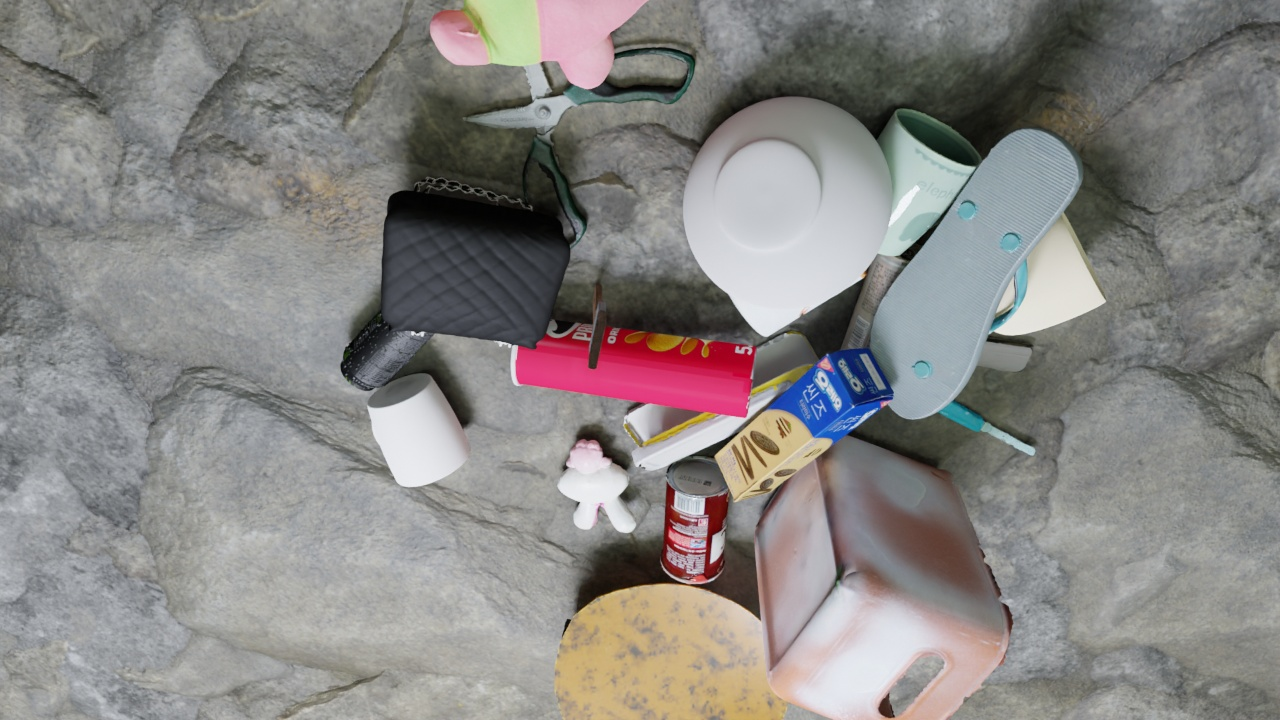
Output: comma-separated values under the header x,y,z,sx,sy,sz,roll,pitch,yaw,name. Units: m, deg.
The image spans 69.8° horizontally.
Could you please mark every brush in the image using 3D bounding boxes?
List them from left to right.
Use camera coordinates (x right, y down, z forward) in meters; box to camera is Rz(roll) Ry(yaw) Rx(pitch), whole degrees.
x,y,z,sx,sy,sz,roll,pitch,yaw,name
-0.038,-0.040,0.811,0.008,0.143,0.045,10,112,-7,brush

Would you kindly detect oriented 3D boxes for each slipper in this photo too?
x,y,z,sx,sy,sz,roll,pitch,yaw,name
0.273,-0.071,0.771,0.098,0.054,0.269,39,127,27,slipper

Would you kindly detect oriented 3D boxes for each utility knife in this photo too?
x,y,z,sx,sy,sz,roll,pitch,yaw,name
0.336,0.062,0.942,0.176,0.015,0.022,28,118,-14,utility knife

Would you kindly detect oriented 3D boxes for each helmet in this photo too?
x,y,z,sx,sy,sz,roll,pitch,yaw,name
0.037,0.345,1.051,0.255,0.131,0.205,7,91,3,helmet

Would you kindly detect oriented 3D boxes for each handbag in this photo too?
x,y,z,sx,sy,sz,roll,pitch,yaw,name
-0.150,-0.081,0.804,0.153,0.114,0.125,6,115,-18,handbag

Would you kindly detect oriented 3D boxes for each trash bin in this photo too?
x,y,z,sx,sy,sz,roll,pitch,yaw,name
0.216,0.211,0.894,0.157,0.259,0.182,21,120,-10,trash bin

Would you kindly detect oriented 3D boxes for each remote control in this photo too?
x,y,z,sx,sy,sz,roll,pitch,yaw,name
0.314,-0.012,0.899,0.136,0.013,0.033,8,122,-6,remote control

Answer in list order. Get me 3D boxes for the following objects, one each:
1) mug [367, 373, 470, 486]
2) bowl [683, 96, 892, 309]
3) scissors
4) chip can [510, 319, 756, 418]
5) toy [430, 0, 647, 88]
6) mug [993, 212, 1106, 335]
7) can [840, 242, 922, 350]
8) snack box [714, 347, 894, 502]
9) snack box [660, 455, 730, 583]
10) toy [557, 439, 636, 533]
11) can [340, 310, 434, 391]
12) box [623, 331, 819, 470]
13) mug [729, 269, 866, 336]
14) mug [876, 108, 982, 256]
x,y,z,sx,sy,sz,roll,pitch,yaw,name
-0.237,0.067,0.927,0.114,0.080,0.088,1,120,37,mug
0.110,-0.130,0.746,0.177,0.066,0.176,1,91,24,bowl
-0.048,-0.187,0.797,0.202,0.015,0.204,-5,122,5,scissors
-0.005,0.005,0.859,0.221,0.069,0.069,8,122,8,chip can
-0.050,-0.299,0.689,0.236,0.096,0.192,-14,118,-7,toy
0.347,-0.072,0.821,0.100,0.096,0.120,-27,160,28,mug
0.227,-0.042,0.858,0.054,0.054,0.136,9,121,-5,can
0.149,0.065,0.872,0.057,0.056,0.207,-7,152,-33,snack box
0.059,0.170,0.980,0.072,0.072,0.121,2,120,0,snack box
-0.048,0.135,0.980,0.079,0.037,0.123,-1,123,16,toy
-0.229,-0.029,0.872,0.054,0.053,0.138,39,114,-21,can
0.084,0.048,0.921,0.210,0.070,0.067,-28,137,17,box
0.135,-0.082,0.819,0.105,0.082,0.082,-33,115,20,mug
0.236,-0.146,0.786,0.111,0.084,0.104,0,135,-33,mug
